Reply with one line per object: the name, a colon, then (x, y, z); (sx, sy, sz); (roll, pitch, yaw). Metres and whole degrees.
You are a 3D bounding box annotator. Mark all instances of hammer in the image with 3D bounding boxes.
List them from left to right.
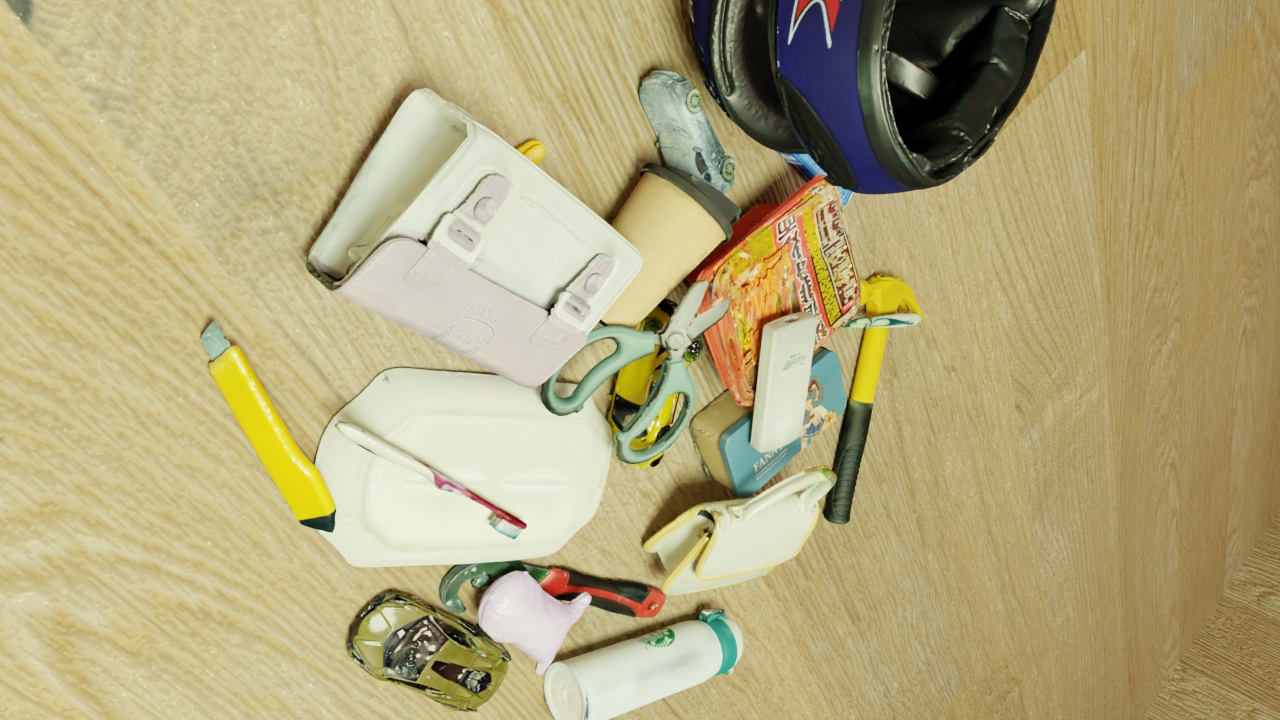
hammer: (0.256, 0.048, 1.062); (0.128, 0.033, 0.301); (-4, 110, -39)

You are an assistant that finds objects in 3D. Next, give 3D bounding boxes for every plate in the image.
plate: (-0.124, 0.093, 0.731); (0.265, 0.034, 0.162); (8, 99, -40)

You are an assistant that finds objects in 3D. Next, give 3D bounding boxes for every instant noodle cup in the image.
instant noodle cup: (0.117, -0.066, 0.858); (0.188, 0.079, 0.165); (-40, 130, -22)

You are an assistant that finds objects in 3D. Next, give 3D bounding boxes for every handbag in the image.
handbag: (-0.107, -0.072, 0.642); (0.145, 0.098, 0.197); (-51, 140, 6)
handbag: (0.112, 0.164, 0.899); (0.163, 0.063, 0.179); (1, 143, -42)

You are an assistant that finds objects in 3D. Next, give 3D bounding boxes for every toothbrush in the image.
toothbrush: (-0.151, 0.091, 0.676); (0.017, 0.016, 0.187); (-51, 130, -1)
toothbrush: (0.246, -0.039, 0.983); (0.191, 0.018, 0.016); (-5, 110, -39)

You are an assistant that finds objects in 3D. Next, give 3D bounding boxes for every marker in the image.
marker: (-0.119, -0.126, 0.672); (0.123, 0.015, 0.018); (-38, 123, -20)

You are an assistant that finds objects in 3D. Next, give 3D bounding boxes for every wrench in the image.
wrench: (-0.069, 0.216, 0.856); (0.273, 0.016, 0.056); (20, 97, -44)

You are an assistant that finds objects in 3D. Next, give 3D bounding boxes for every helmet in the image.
helmet: (0.154, -0.268, 0.690); (0.247, 0.241, 0.314); (44, 67, -38)

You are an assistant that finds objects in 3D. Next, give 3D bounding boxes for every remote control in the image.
remote control: (0.132, 0.022, 0.852); (0.056, 0.019, 0.135); (-19, 126, -32)

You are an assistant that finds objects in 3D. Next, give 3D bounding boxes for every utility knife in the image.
utility knife: (-0.248, 0.048, 0.616); (0.033, 0.015, 0.174); (-12, 118, 12)

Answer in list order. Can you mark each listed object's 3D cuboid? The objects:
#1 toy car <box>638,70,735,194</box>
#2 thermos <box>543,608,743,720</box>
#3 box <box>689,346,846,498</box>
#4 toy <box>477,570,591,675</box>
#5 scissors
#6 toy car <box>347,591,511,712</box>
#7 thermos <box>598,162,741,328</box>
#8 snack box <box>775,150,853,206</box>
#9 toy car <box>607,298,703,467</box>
toy car: (0.037, -0.183, 0.757); (0.036, 0.054, 0.121); (-48, 131, -19)
thermos: (0.012, 0.308, 0.932); (0.223, 0.073, 0.073); (-4, 110, -41)
box: (0.128, 0.059, 0.934); (0.183, 0.062, 0.090); (-40, 129, -24)
toy: (-0.095, 0.222, 0.798); (0.108, 0.039, 0.083); (43, 76, -37)
scissors: (-0.006, 0.000, 0.732); (0.169, 0.019, 0.178); (17, 110, -24)
toy car: (-0.173, 0.245, 0.761); (0.158, 0.042, 0.070); (42, 78, -40)
thermos: (0.007, -0.090, 0.751); (0.143, 0.093, 0.093); (-52, 133, -3)
snack box: (0.170, -0.222, 0.878); (0.157, 0.026, 0.084); (31, 86, -44)
toy car: (0.007, 0.021, 0.804); (0.041, 0.071, 0.156); (3, 106, -43)
